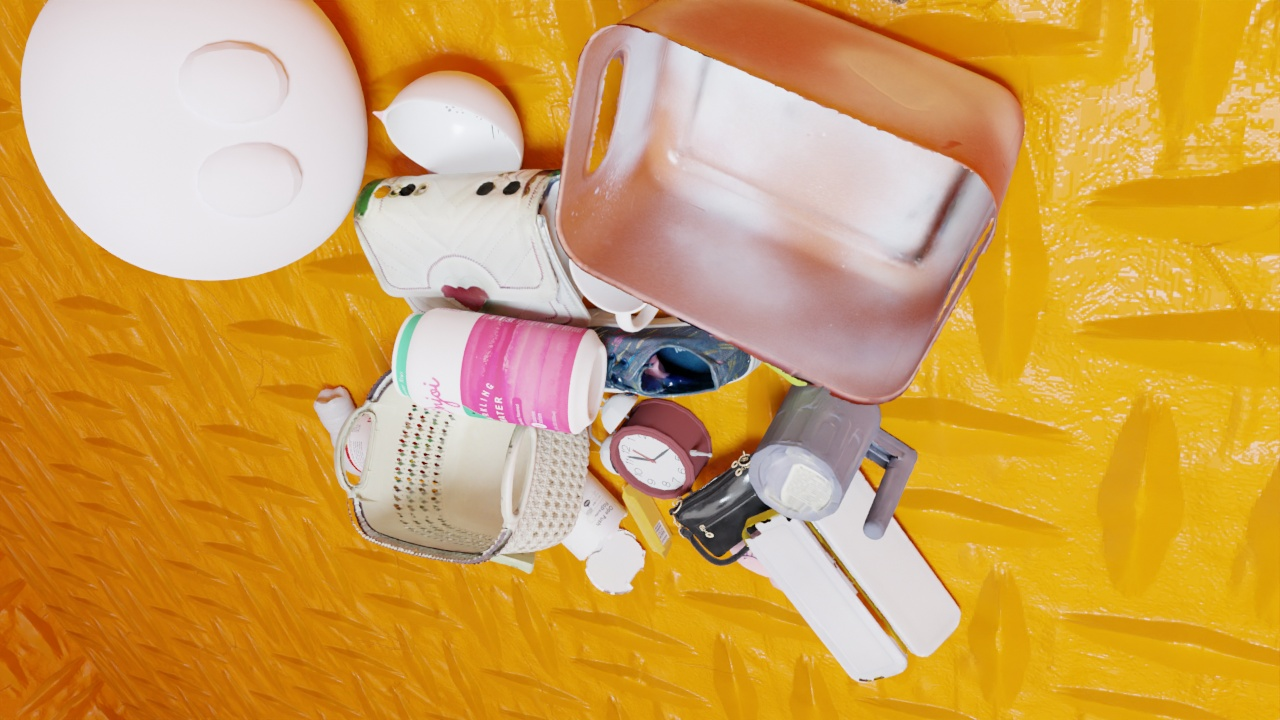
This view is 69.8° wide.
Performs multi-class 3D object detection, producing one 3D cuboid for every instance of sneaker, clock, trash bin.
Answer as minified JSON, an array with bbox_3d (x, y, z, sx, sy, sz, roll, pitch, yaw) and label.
[{"bbox_3d":[-0.005,0.005,0.825,0.236,0.079,0.087,-2,122,34],"label":"sneaker"},{"bbox_3d":[0.009,0.084,0.900,0.138,0.048,0.096,19,132,18],"label":"clock"},{"bbox_3d":[0.096,-0.122,0.605,0.260,0.156,0.182,26,134,12],"label":"trash bin"}]

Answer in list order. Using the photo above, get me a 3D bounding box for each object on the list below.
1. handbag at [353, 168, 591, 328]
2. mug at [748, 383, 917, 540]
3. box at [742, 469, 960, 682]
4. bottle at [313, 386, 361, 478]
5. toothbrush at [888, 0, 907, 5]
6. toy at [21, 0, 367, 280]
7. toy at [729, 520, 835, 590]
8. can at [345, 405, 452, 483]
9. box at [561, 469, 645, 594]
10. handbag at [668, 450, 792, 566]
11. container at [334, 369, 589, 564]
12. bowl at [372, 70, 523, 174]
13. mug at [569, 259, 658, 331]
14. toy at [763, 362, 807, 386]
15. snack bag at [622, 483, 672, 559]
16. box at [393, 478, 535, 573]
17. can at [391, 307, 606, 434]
[{"bbox_3d":[-0.136,-0.097,0.796,0.199,0.096,0.142,4,144,30],"label":"handbag"},{"bbox_3d":[0.161,0.081,0.759,0.124,0.103,0.084,34,134,6],"label":"mug"},{"bbox_3d":[0.195,0.198,0.837,0.128,0.045,0.210,-35,104,9],"label":"box"},{"bbox_3d":[-0.368,0.098,1.161,0.044,0.044,0.136,6,127,30],"label":"bottle"},{"bbox_3d":[0.106,-0.282,0.571,0.167,0.016,0.016,43,134,-3],"label":"toothbrush"},{"bbox_3d":[-0.367,-0.207,0.781,0.281,0.265,0.263,29,126,52],"label":"toy"},{"bbox_3d":[0.145,0.194,0.901,0.109,0.053,0.105,-9,133,36],"label":"toy"},{"bbox_3d":[-0.271,0.095,1.064,0.117,0.086,0.087,2,124,32],"label":"can"},{"bbox_3d":[-0.051,0.177,0.990,0.165,0.084,0.095,44,148,5],"label":"box"},{"bbox_3d":[0.088,0.133,0.855,0.129,0.054,0.079,-39,125,20],"label":"handbag"},{"bbox_3d":[-0.170,0.102,0.910,0.252,0.143,0.184,2,81,37],"label":"container"},{"bbox_3d":[-0.148,-0.199,0.760,0.115,0.050,0.115,12,160,4],"label":"bowl"},{"bbox_3d":[-0.002,-0.077,0.749,0.074,0.090,0.111,14,130,24],"label":"mug"},{"bbox_3d":[0.121,-0.037,0.736,0.118,0.043,0.092,50,133,-8],"label":"toy"},{"bbox_3d":[0.008,0.169,0.984,0.020,0.026,0.099,-9,119,37],"label":"snack bag"},{"bbox_3d":[-0.205,0.183,1.034,0.187,0.138,0.030,18,95,-6],"label":"box"},{"bbox_3d":[-0.117,0.007,0.774,0.166,0.088,0.088,9,129,9],"label":"can"}]
